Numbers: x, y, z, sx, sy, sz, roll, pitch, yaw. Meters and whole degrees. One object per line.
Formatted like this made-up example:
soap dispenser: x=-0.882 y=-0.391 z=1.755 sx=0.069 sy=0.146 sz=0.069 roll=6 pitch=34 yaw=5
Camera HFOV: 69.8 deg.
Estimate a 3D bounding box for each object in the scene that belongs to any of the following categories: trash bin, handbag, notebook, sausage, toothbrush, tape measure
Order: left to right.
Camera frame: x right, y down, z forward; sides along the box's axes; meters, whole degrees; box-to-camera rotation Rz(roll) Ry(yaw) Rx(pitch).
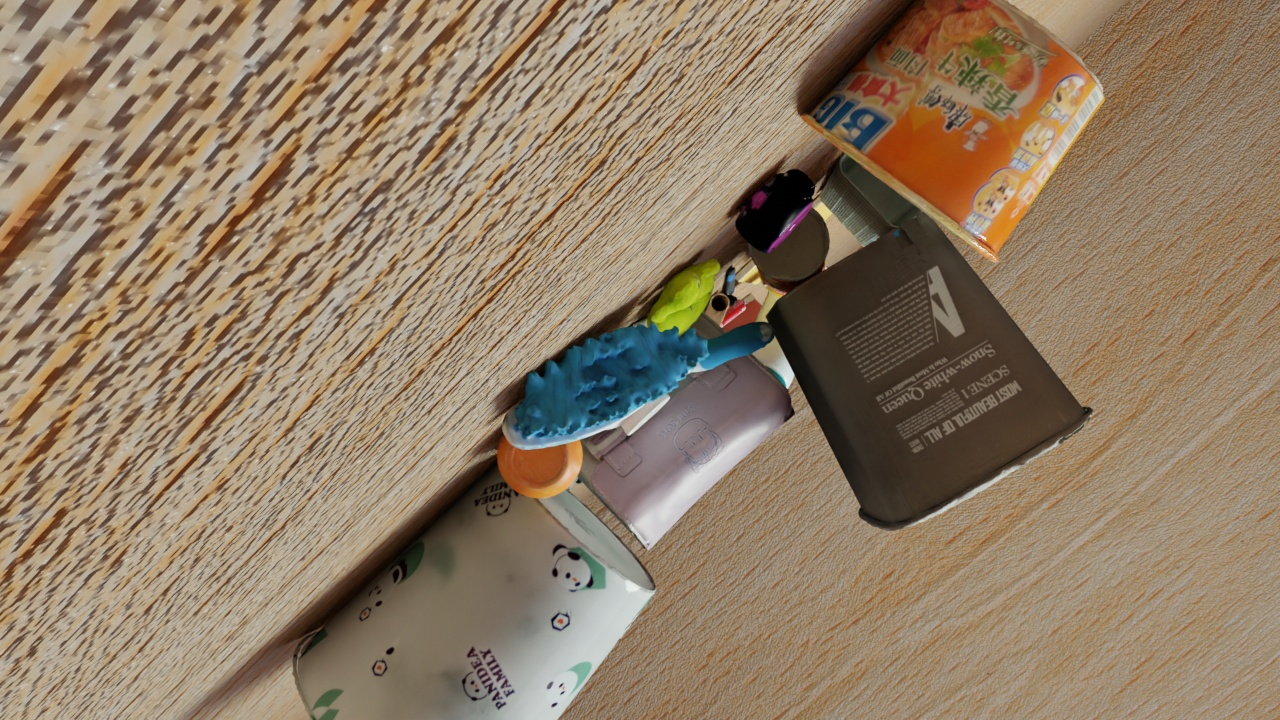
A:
trash bin: x=-0.136 y=0.236 z=0.827 sx=0.252 sy=0.229 sz=0.229 roll=-48 pitch=174 yaw=-2
handbag: x=0.028 y=0.061 z=0.872 sx=0.196 sy=0.145 sz=0.098 roll=-39 pitch=145 yaw=-11
sausage: x=0.094 y=-0.044 z=1.201 sx=0.155 sy=0.020 sz=0.020 roll=-37 pitch=172 yaw=-39
toothbrush: x=0.101 y=-0.080 z=1.014 sx=0.014 sy=0.016 sz=0.189 roll=-47 pitch=173 yaw=-2
tape measure: x=0.097 y=-0.110 z=0.676 sx=0.058 sy=0.039 sz=0.057 roll=-46 pitch=174 yaw=-8
notebook: x=0.178 y=-0.143 z=1.085 sx=0.146 sy=0.010 sz=0.206 roll=-44 pitch=174 yaw=13
trash bin: x=0.237 y=0.007 z=0.820 sx=0.199 sy=0.219 sz=0.198 roll=-30 pitch=176 yaw=0

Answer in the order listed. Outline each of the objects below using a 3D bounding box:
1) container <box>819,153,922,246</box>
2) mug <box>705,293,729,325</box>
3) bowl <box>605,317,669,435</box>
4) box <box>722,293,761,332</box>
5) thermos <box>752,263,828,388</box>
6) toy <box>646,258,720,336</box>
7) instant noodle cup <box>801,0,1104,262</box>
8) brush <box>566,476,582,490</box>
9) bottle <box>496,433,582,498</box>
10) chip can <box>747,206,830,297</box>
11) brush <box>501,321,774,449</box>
container: x=0.240 y=-0.174 z=0.911 sx=0.090 sy=0.090 sz=0.111 roll=-42 pitch=177 yaw=-5
mug: x=0.067 y=-0.011 z=1.049 sx=0.103 sy=0.084 sz=0.124 roll=78 pitch=33 yaw=-85
bowl: x=-0.014 y=0.025 z=0.795 sx=0.118 sy=0.064 sz=0.118 roll=-42 pitch=175 yaw=-5
box: x=0.122 y=-0.016 z=1.298 sx=0.167 sy=0.077 sz=0.092 roll=-35 pitch=170 yaw=-45
thermos: x=0.161 y=-0.025 z=1.062 sx=0.223 sy=0.073 sz=0.073 roll=-62 pitch=-173 yaw=-35
toy: x=0.033 y=-0.047 z=0.744 sx=0.096 sy=0.031 sz=0.100 roll=-35 pitch=167 yaw=-39
instant noodle cup: x=0.191 y=-0.147 z=0.554 sx=0.112 sy=0.151 sz=0.151 roll=-53 pitch=171 yaw=18
brush: x=-0.074 y=0.104 z=0.997 sx=0.073 sy=0.055 sz=0.144 roll=-39 pitch=173 yaw=-16
bottle: x=-0.081 y=0.075 z=0.766 sx=0.066 sy=0.067 sz=0.149 roll=-42 pitch=-179 yaw=-3
chip can: x=0.143 y=-0.101 z=0.874 sx=0.073 sy=0.073 sz=0.216 roll=-43 pitch=173 yaw=7
brush: x=0.024 y=0.001 z=0.722 sx=0.313 sy=0.060 sz=0.110 roll=-22 pitch=170 yaw=-34
